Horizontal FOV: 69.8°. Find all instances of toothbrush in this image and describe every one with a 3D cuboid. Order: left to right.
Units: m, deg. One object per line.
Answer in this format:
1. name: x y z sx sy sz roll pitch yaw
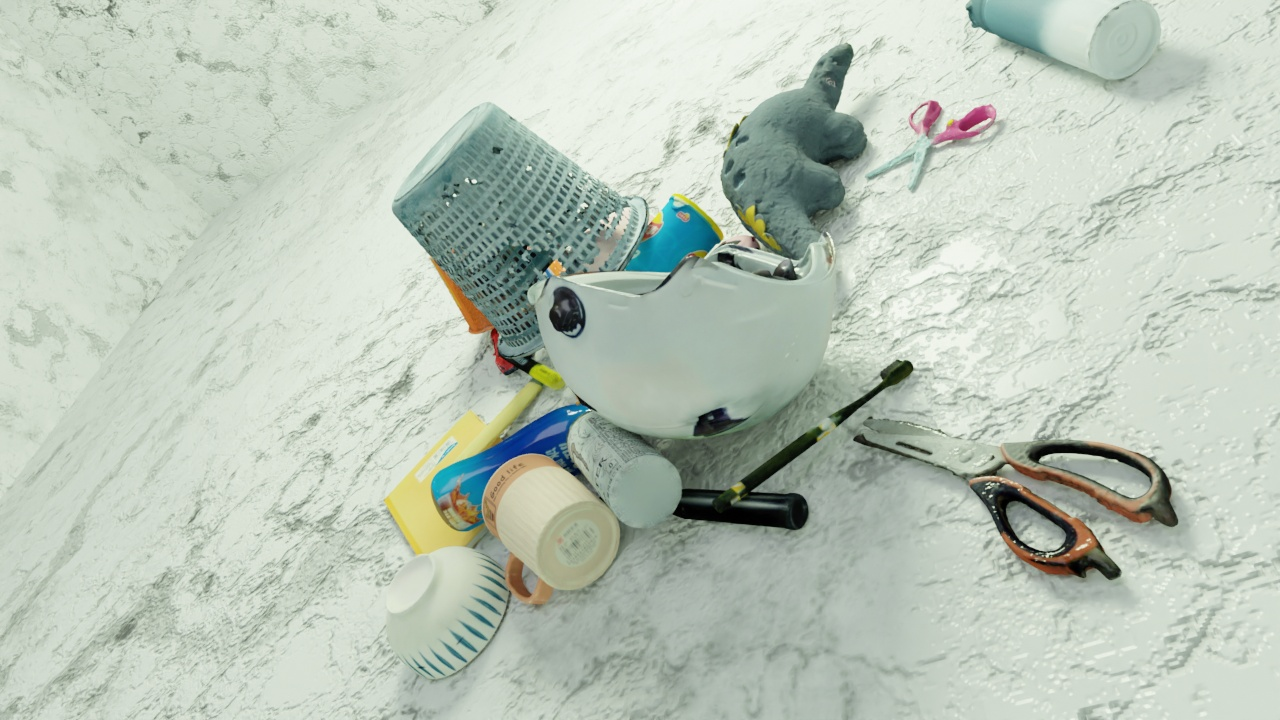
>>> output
1. toothbrush: 0.038 0.114 0.725 0.213 0.026 0.027 -6 39 45
2. toothbrush: 0.128 0.054 0.683 0.185 0.012 0.017 -35 23 -8

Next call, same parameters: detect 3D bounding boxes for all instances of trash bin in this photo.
1. trash bin: -0.137 -0.147 0.949 0.227 0.195 0.226 -38 26 22

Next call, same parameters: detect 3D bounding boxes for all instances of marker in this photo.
1. marker: -0.125 0.006 1.030 0.018 0.015 0.124 -46 42 -17

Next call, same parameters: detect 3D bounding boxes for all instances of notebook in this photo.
1. notebook: -0.197 0.136 0.974 0.145 0.010 0.206 -48 31 -9

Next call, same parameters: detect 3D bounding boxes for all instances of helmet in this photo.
1. helmet: 0.036 -0.014 0.745 0.259 0.146 0.228 -3 9 38

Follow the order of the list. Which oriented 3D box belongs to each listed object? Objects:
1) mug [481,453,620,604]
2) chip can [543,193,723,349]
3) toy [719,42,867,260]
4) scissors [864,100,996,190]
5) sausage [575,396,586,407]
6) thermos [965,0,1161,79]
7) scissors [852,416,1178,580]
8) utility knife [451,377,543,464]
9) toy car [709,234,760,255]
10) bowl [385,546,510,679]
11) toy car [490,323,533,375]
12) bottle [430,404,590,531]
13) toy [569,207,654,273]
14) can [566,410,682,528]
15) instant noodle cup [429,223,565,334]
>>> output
1. mug: -0.081 0.149 0.773 0.106 0.081 0.114 25 97 55
2. chip can: -0.008 -0.072 0.948 0.210 0.071 0.071 -49 31 -3
3. toy: 0.154 -0.208 0.938 0.138 0.091 0.355 -5 48 28
4. scissors: 0.275 -0.213 0.882 0.134 0.017 0.135 -27 36 29
5. sausage: -0.005 0.005 0.856 0.021 0.021 0.164 -6 20 44
6. thermos: 0.380 -0.318 0.846 0.070 0.070 0.220 -36 31 10
7. scissors: 0.215 0.078 0.582 0.207 0.015 0.193 -22 37 30
8. utility knife: -0.156 0.070 0.986 0.031 0.018 0.162 3 38 47
9. toy car: 0.079 -0.079 0.910 0.056 0.037 0.122 -6 47 46
10. bowl: -0.180 0.211 0.806 0.117 0.066 0.116 -29 33 21
11. toy car: -0.156 -0.022 1.106 0.049 0.031 0.106 -37 33 10
12. bottle: -0.091 0.087 0.857 0.219 0.065 0.065 -29 33 10
13. toy: -0.016 -0.121 1.052 0.121 0.054 0.159 -48 42 -10
14. can: -0.017 0.084 0.751 0.058 0.058 0.147 -45 22 -5
15. instant noodle cup: -0.184 -0.120 1.151 0.151 0.111 0.151 -30 19 11
